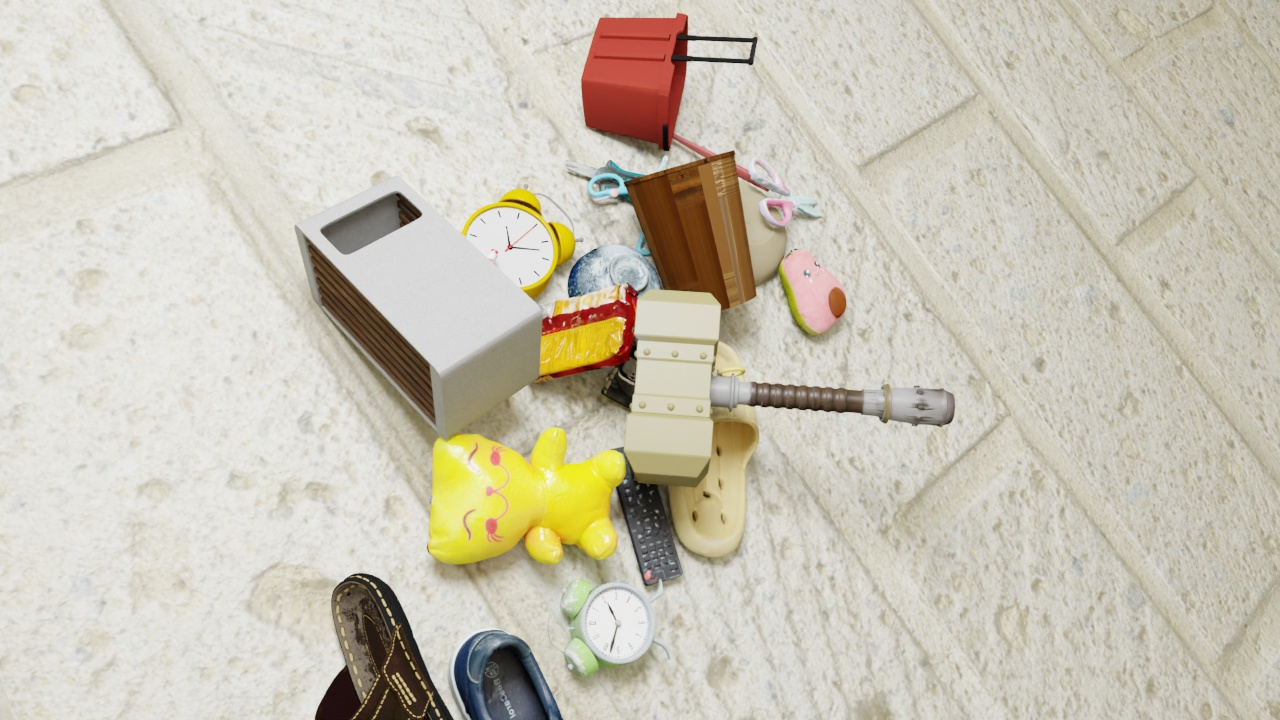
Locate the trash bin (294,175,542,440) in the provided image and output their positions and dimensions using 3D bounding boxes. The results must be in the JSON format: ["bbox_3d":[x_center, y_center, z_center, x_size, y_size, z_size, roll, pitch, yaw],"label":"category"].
[{"bbox_3d":[-0.216,-0.055,0.897,0.114,0.115,0.229,-35,65,-29],"label":"trash bin"}]

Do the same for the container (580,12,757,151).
[{"bbox_3d":[0.038,-0.348,1.137,0.201,0.127,0.147,9,63,7],"label":"container"}]

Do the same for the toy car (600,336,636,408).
[{"bbox_3d":[-0.006,0.006,1.031,0.040,0.037,0.092,29,88,-11],"label":"toy car"}]

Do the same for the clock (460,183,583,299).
[{"bbox_3d":[-0.141,-0.131,1.038,0.113,0.052,0.151,44,63,0],"label":"clock"}]

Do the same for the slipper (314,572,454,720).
[{"bbox_3d":[-0.221,0.315,0.788,0.075,0.113,0.267,-4,66,-53],"label":"slipper"}]

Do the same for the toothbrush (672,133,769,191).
[{"bbox_3d":[0.088,-0.272,1.197,0.190,0.016,0.016,29,53,1],"label":"toothbrush"}]

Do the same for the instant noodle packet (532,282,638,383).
[{"bbox_3d":[-0.064,-0.028,0.989,0.039,0.136,0.098,47,40,-43],"label":"instant noodle packet"}]

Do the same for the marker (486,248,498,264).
[{"bbox_3d":[-0.184,-0.055,0.980,0.013,0.013,0.142,25,83,-12],"label":"marker"}]

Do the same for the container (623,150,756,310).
[{"bbox_3d":[0.066,-0.144,1.067,0.132,0.132,0.167,-22,102,-29],"label":"container"}]

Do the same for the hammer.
[{"bbox_3d":[0.154,0.038,0.942,0.325,0.101,0.190,4,75,4],"label":"hammer"}]

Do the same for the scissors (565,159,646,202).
[{"bbox_3d":[-0.018,-0.223,1.145,0.141,0.019,0.127,-27,87,-23],"label":"scissors"}]

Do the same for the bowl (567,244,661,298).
[{"bbox_3d":[-0.022,-0.090,1.065,0.114,0.061,0.114,9,64,-20],"label":"bowl"}]

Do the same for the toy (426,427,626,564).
[{"bbox_3d":[-0.114,0.134,0.919,0.193,0.087,0.134,3,84,-18],"label":"toy"}]

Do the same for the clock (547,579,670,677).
[{"bbox_3d":[-0.035,0.266,0.920,0.119,0.043,0.094,3,67,-22],"label":"clock"}]

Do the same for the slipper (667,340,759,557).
[{"bbox_3d":[0.079,0.085,1.026,0.111,0.079,0.261,7,67,-17],"label":"slipper"}]

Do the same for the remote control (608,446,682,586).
[{"bbox_3d":[0.002,0.165,0.992,0.047,0.022,0.150,-10,75,-26],"label":"remote control"}]

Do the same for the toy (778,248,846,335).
[{"bbox_3d":[0.215,-0.089,1.168,0.089,0.051,0.110,-37,90,-31],"label":"toy"}]

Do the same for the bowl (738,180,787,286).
[{"bbox_3d":[0.124,-0.170,1.164,0.152,0.051,0.152,8,66,-19],"label":"bowl"}]

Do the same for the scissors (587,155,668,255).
[{"bbox_3d":[0.004,-0.189,1.129,0.135,0.015,0.133,-7,87,-13],"label":"scissors"}]

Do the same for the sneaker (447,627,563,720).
[{"bbox_3d":[-0.084,0.376,0.808,0.120,0.128,0.294,-19,79,-30],"label":"sneaker"}]

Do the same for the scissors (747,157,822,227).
[{"bbox_3d":[0.192,-0.223,1.197,0.178,0.016,0.103,-14,82,-53],"label":"scissors"}]
